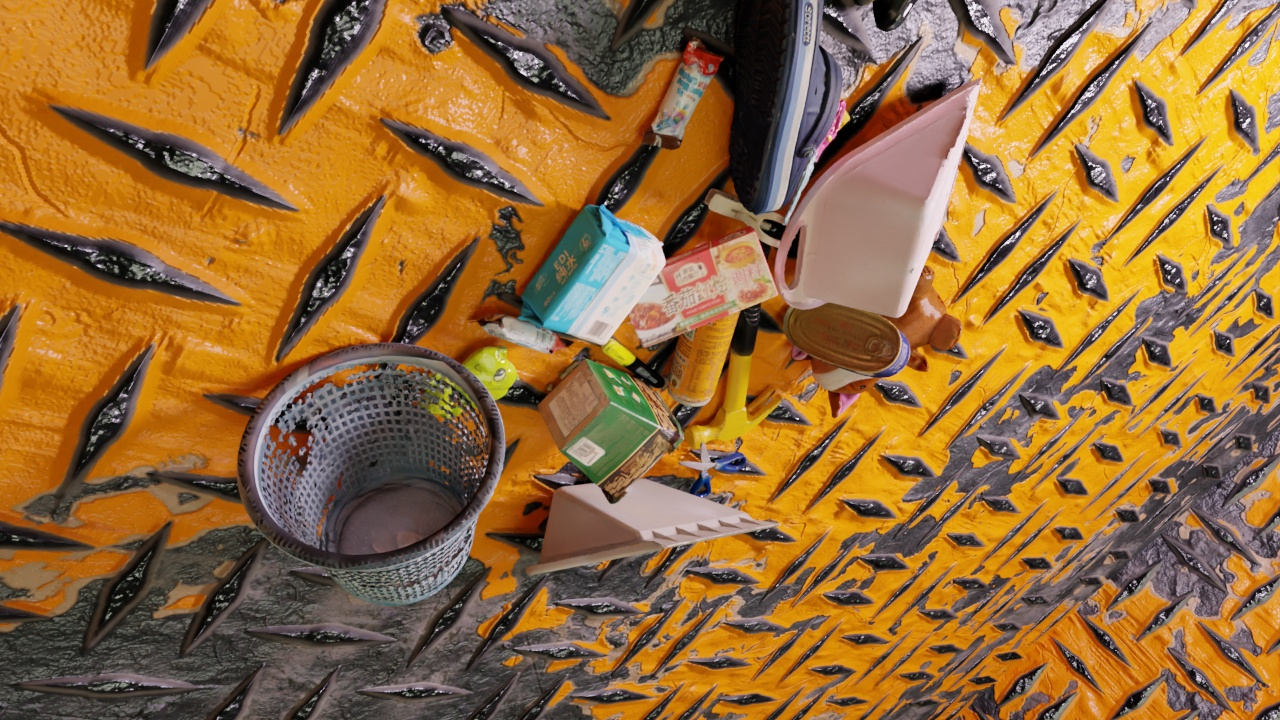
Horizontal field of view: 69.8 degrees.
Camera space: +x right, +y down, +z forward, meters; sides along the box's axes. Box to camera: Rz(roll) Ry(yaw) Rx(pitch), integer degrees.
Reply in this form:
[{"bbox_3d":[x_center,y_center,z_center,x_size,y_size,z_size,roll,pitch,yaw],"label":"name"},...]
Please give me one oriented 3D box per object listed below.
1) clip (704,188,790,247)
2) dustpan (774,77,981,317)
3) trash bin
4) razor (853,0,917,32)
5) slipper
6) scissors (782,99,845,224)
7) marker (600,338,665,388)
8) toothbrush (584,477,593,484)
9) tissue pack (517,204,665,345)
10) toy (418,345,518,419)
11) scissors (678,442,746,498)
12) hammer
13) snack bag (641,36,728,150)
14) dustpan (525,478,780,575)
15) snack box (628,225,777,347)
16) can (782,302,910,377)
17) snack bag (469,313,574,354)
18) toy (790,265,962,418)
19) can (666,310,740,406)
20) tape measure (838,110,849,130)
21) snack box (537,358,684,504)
[{"bbox_3d":[0.122,-0.146,0.951,0.102,0.094,0.035,1,128,-49],"label":"clip"},{"bbox_3d":[0.258,-0.171,1.014,0.223,0.139,0.272,88,26,-46],"label":"dustpan"},{"bbox_3d":[-0.241,0.128,0.871,0.226,0.226,0.195,-19,149,-19],"label":"trash bin"},{"bbox_3d":[0.208,-0.374,0.808,0.068,0.062,0.167,-13,138,22],"label":"razor"},{"bbox_3d":[0.140,-0.244,0.838,0.095,0.105,0.253,-12,137,-15],"label":"slipper"},{"bbox_3d":[0.169,-0.195,0.902,0.054,0.017,0.133,2,115,-62],"label":"scissors"},{"bbox_3d":[-0.006,0.006,1.043,0.018,0.015,0.124,-39,141,12],"label":"marker"},{"bbox_3d":[-0.053,0.131,1.131,0.017,0.012,0.186,-11,134,-42],"label":"toothbrush"},{"bbox_3d":[-0.048,-0.081,0.896,0.090,0.063,0.140,17,119,-44],"label":"tissue pack"},{"bbox_3d":[-0.174,0.024,0.934,0.100,0.031,0.097,-3,133,-28],"label":"toy"},{"bbox_3d":[0.086,0.147,1.215,0.165,0.012,0.156,-8,141,-43],"label":"scissors"},{"bbox_3d":[0.122,-0.014,1.098,0.128,0.033,0.301,-18,136,-20],"label":"hammer"},{"bbox_3d":[0.039,-0.240,0.835,0.045,0.026,0.105,3,128,-40],"label":"snack bag"},{"bbox_3d":[-0.009,0.231,1.104,0.222,0.258,0.143,2,102,-48],"label":"dustpan"},{"bbox_3d":[0.058,-0.076,0.951,0.153,0.025,0.075,-21,111,6],"label":"snack box"},{"bbox_3d":[0.242,-0.027,1.082,0.049,0.148,0.074,21,91,-57],"label":"can"},{"bbox_3d":[-0.118,-0.028,0.917,0.104,0.048,0.026,19,83,-40],"label":"snack bag"},{"bbox_3d":[0.296,-0.023,1.146,0.200,0.130,0.140,-32,102,10],"label":"toy"},{"bbox_3d":[0.071,-0.019,1.039,0.058,0.058,0.146,-9,133,-28],"label":"can"},{"bbox_3d":[0.179,-0.244,0.925,0.057,0.029,0.060,-44,138,10],"label":"tape measure"},{"bbox_3d":[-0.042,0.069,1.004,0.118,0.117,0.105,-45,134,11],"label":"snack box"}]
